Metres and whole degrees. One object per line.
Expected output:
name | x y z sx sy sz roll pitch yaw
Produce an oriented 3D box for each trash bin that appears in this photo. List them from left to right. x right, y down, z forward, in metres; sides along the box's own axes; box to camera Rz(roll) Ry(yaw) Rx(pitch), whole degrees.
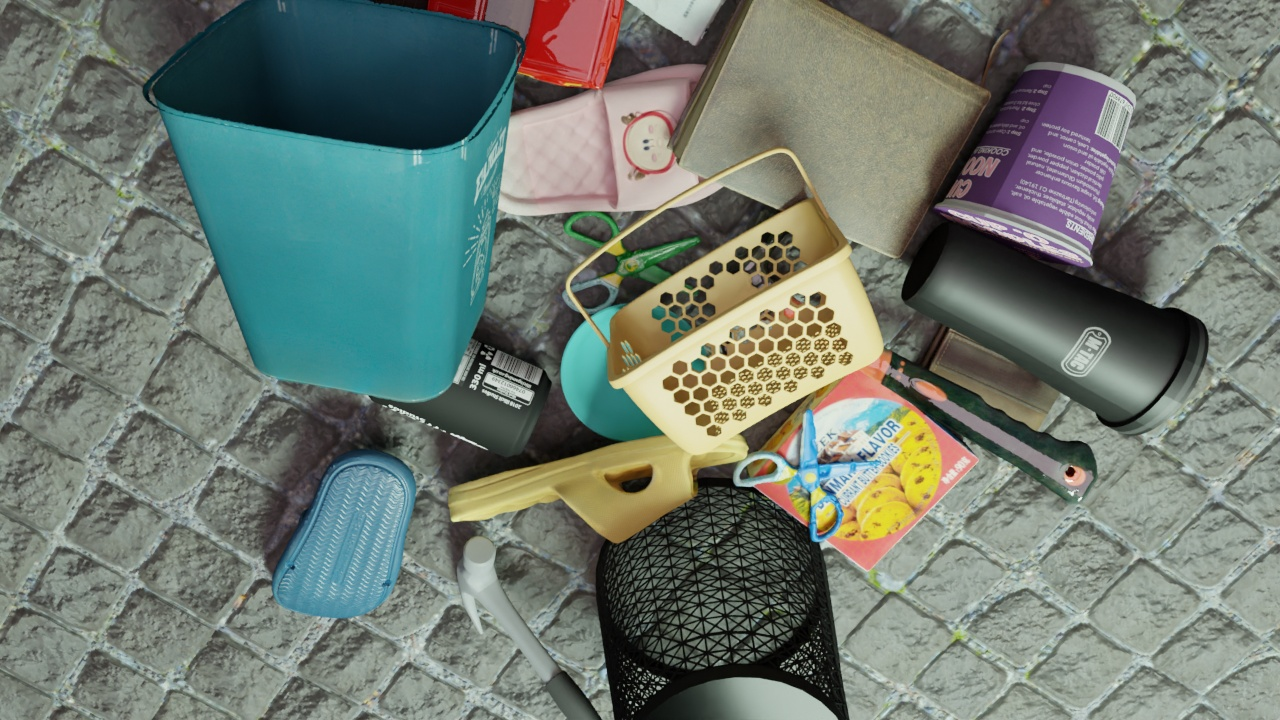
trash bin | -0.192 -0.106 0.639 0.199 0.196 0.219 10 131 1
trash bin | 0.067 0.248 0.752 0.217 0.243 0.217 0 109 0

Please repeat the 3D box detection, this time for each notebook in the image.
notebook | 0.154 -0.195 0.685 0.215 0.034 0.190 20 109 -22

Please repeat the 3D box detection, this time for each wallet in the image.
wallet | 0.305 0.009 0.787 0.121 0.027 0.099 24 103 -7

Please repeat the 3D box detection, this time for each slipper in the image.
slipper | -0.258 0.158 0.820 0.103 0.059 0.214 21 120 -17
slipper | -0.034 0.117 0.778 0.263 0.099 0.078 -12 80 8
slipper | -0.020 -0.162 0.710 0.221 0.055 0.107 -10 110 3

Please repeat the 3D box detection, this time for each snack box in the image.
snack box | 0.191 0.089 0.805 0.145 0.040 0.143 37 105 -11

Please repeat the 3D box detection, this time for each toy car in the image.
toy car | -0.107 -0.257 0.668 0.189 0.056 0.082 17 109 4

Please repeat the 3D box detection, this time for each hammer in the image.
hammer | -0.060 0.292 0.785 0.311 0.029 0.125 48 149 18
hammer | 0.212 0.014 0.737 0.333 0.033 0.133 29 100 6

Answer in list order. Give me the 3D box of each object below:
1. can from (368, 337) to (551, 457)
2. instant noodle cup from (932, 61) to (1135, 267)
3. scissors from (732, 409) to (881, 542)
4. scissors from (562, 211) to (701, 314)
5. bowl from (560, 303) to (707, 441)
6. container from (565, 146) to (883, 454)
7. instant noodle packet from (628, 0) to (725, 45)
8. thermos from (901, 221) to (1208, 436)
can | -0.153 0.019 0.758 0.146 0.080 0.080 24 107 -8
instant noodle cup | 0.309 -0.149 0.697 0.136 0.122 0.122 12 103 -51
scissors | 0.140 0.099 0.781 0.130 0.013 0.125 -4 109 0
scissors | -0.011 -0.072 0.764 0.129 0.012 0.117 26 108 -7
bowl | -0.004 0.005 0.772 0.121 0.046 0.121 0 109 0
container | 0.060 -0.047 0.660 0.184 0.129 0.167 -30 115 13
instant noodle packet | -0.035 -0.355 0.646 0.269 0.057 0.147 32 108 -7
thermos | 0.321 -0.030 0.721 0.218 0.105 0.106 26 107 -2
